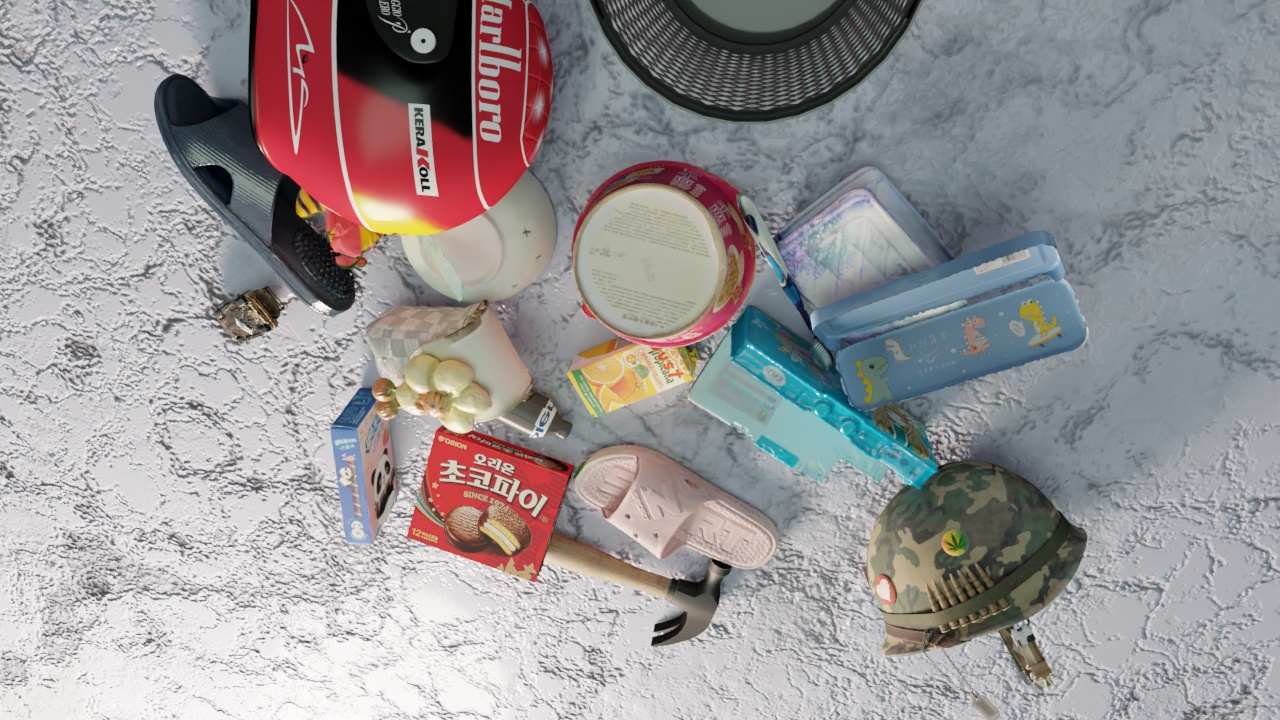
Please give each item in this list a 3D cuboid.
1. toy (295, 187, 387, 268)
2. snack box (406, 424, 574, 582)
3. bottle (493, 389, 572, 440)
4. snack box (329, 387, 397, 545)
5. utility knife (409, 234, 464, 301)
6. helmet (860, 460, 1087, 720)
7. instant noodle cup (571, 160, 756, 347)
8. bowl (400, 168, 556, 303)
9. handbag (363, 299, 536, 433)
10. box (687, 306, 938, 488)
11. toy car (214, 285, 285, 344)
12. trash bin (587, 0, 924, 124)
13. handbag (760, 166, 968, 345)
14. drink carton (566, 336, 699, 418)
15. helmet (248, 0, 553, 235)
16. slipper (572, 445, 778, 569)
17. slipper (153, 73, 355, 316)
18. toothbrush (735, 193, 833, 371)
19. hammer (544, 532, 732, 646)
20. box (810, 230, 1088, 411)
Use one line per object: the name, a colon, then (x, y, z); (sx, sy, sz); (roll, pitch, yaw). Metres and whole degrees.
toy: (-0.278, -0.137, 0.877); (0.084, 0.046, 0.103); (-49, 138, -7)
snack box: (-0.167, 0.157, 1.020); (0.152, 0.035, 0.133); (19, 105, 2)
bottle: (-0.125, 0.052, 0.974); (0.112, 0.046, 0.047); (28, 118, -5)
snack box: (-0.303, 0.116, 1.013); (0.033, 0.087, 0.154); (4, 118, 4)
utility knife: (-0.217, -0.141, 0.839); (0.227, 0.019, 0.031); (56, 131, 23)
helmet: (0.331, 0.225, 0.900); (0.236, 0.192, 0.224); (44, 95, 13)
instant noodle cup: (0.013, -0.092, 0.836); (0.179, 0.077, 0.179); (3, 102, 12)
bowl: (-0.162, -0.120, 0.877); (0.153, 0.072, 0.154); (3, 117, 6)
handbag: (-0.204, 0.008, 0.904); (0.172, 0.123, 0.112); (2, 132, 37)
box: (0.163, 0.062, 0.906); (0.227, 0.097, 0.117); (34, 116, -9)
toy car: (-0.406, -0.052, 0.967); (0.112, 0.047, 0.047); (-12, 118, 47)
trash bin: (0.084, -0.303, 0.654); (0.218, 0.226, 0.218); (4, 117, 7)
handbag: (0.208, -0.083, 0.843); (0.158, 0.069, 0.127); (44, 129, -13)
drink carton: (-0.006, 0.005, 0.934); (0.123, 0.041, 0.058); (-22, 111, 18)
helmet: (-0.183, -0.238, 0.745); (0.224, 0.197, 0.271); (2, 93, -1)
slipper: (0.040, 0.170, 0.999); (0.239, 0.064, 0.094); (25, 118, -6)
slipper: (-0.346, -0.161, 0.872); (0.083, 0.101, 0.263); (-25, 114, 21)
toothbrush: (0.131, -0.069, 0.838); (0.016, 0.017, 0.189); (-9, 118, 49)
hammer: (-0.059, 0.239, 1.068); (0.305, 0.040, 0.132); (19, 115, 0)
box: (0.260, -0.033, 0.788); (0.210, 0.047, 0.122); (-20, 118, 27)
